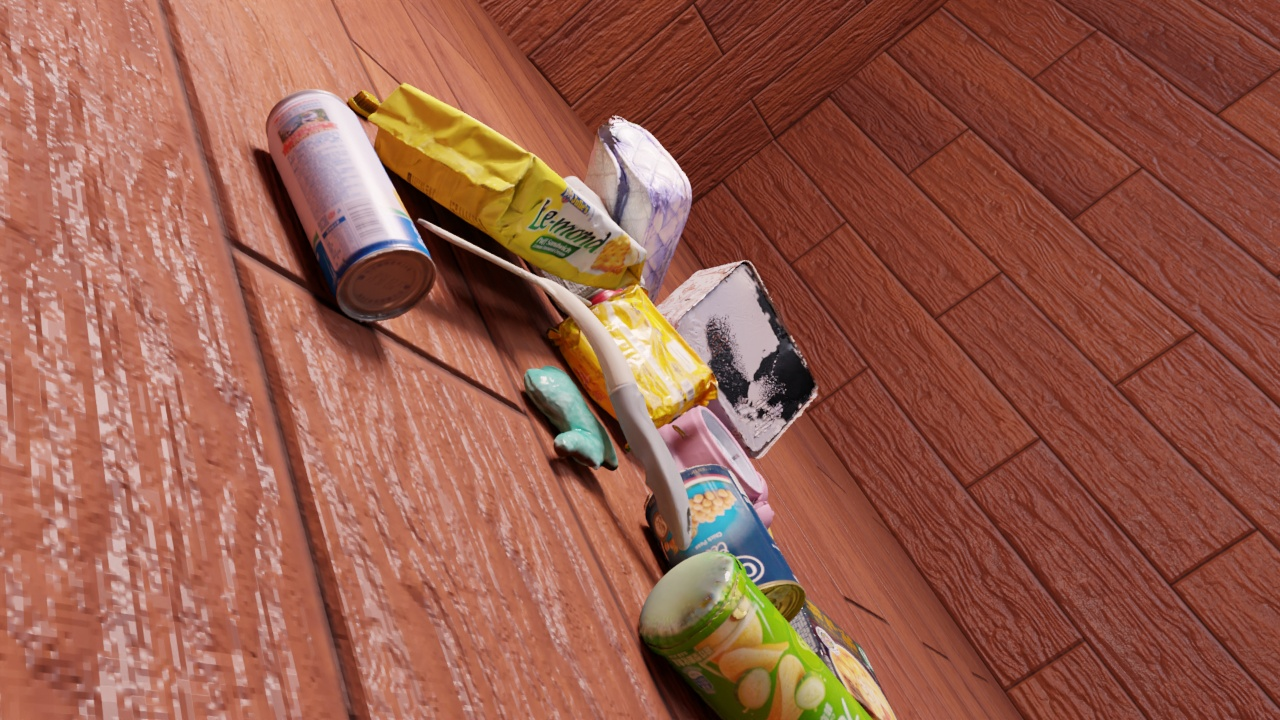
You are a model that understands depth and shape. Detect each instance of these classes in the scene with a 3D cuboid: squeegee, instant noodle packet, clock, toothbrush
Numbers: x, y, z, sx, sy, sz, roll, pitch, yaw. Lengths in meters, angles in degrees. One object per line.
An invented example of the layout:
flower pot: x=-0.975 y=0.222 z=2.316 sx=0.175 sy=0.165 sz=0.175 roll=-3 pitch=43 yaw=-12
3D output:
squeegee: x=-0.021 y=0.017 z=0.639 sx=0.246 sy=0.039 sz=0.246 roll=58 pitch=12 yaw=17
instant noodle packet: x=-0.005 y=0.005 z=0.796 sx=0.128 sy=0.110 sz=0.044 roll=53 pitch=-33 yaw=11
clock: x=0.074 y=0.113 z=0.858 sx=0.158 sy=0.060 sz=0.117 roll=53 pitch=10 yaw=-8
toothbrush: x=-0.200 y=-0.200 z=0.824 sx=0.015 sy=0.017 sz=0.190 roll=56 pitch=10 yaw=15

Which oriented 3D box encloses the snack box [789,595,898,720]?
snack box: x=0.159 y=0.267 z=0.753 sx=0.125 sy=0.053 sz=0.113 roll=43 pitch=13 yaw=-22

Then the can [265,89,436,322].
can: x=-0.160 y=-0.087 z=0.499 sx=0.134 sy=0.053 sz=0.053 roll=58 pitch=11 yaw=28

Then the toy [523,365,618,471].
toy: x=-0.049 y=0.041 z=0.635 sx=0.092 sy=0.030 sz=0.096 roll=52 pitch=13 yaw=10

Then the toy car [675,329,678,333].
toy car: x=0.037 y=-0.007 z=1.190 sx=0.056 sy=0.037 sz=0.122 roll=27 pitch=40 yaw=-62

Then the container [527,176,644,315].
container: x=-0.062 y=-0.107 z=0.931 sx=0.114 sy=0.090 sz=0.090 roll=59 pitch=12 yaw=18

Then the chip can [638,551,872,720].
chip can: x=0.089 y=0.209 z=0.548 sx=0.221 sy=0.073 sz=0.072 roll=50 pitch=10 yaw=-14

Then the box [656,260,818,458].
box: x=0.056 y=0.014 z=0.993 sx=0.178 sy=0.152 sz=0.182 roll=-7 pitch=-61 yaw=55

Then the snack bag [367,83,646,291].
snack bag: x=-0.104 y=-0.129 z=0.763 sx=0.158 sy=0.068 sz=0.246 roll=33 pitch=2 yaw=26

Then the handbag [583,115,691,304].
handbag: x=-0.021 y=-0.154 z=1.026 sx=0.075 sy=0.194 sz=0.134 roll=-14 pitch=54 yaw=-29

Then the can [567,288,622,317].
can: x=-0.019 y=-0.019 z=0.873 sx=0.094 sy=0.066 sz=0.066 roll=54 pitch=10 yaw=10

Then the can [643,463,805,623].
can: x=0.056 y=0.136 z=0.645 sx=0.075 sy=0.075 sz=0.111 roll=41 pitch=14 yaw=-48
